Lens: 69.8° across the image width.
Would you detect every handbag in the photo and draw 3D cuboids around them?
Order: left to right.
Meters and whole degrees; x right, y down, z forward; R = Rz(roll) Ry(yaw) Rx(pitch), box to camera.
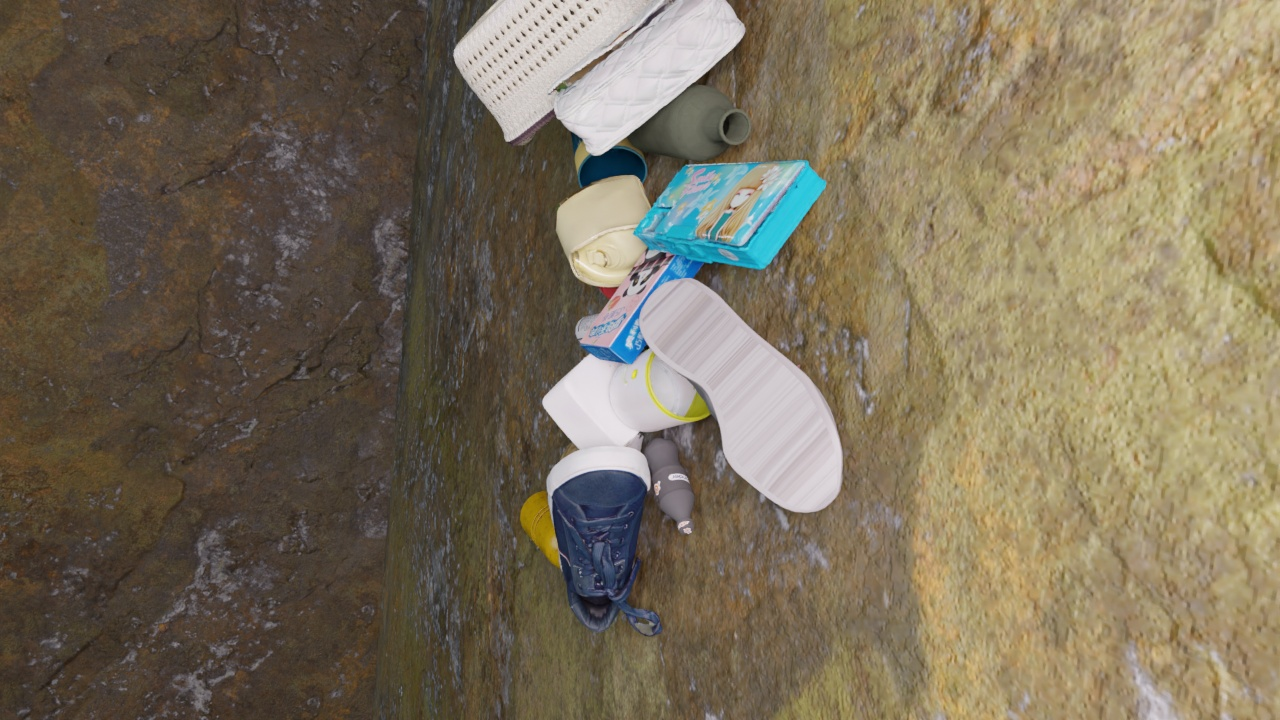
[{"bbox_3d":[-0.035,-0.143,1.031,0.119,0.111,0.081,-112,13,-48],"label":"handbag"},{"bbox_3d":[0.001,-0.294,0.888,0.195,0.072,0.138,-36,27,13],"label":"handbag"}]

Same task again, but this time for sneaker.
[{"bbox_3d":[-0.036,0.201,0.951,0.295,0.120,0.127,97,170,-49],"label":"sneaker"},{"bbox_3d":[0.093,0.030,0.758,0.099,0.089,0.236,-43,59,12],"label":"sneaker"}]

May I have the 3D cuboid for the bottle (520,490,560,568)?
[{"bbox_3d":[-0.101,0.225,1.189,0.164,0.071,0.071,-159,74,-66],"label":"bottle"}]

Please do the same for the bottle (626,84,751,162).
[{"bbox_3d":[0.047,-0.233,0.900,0.207,0.071,0.071,-143,60,-63],"label":"bottle"}]

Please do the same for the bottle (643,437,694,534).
[{"bbox_3d":[0.032,0.127,0.927,0.109,0.036,0.036,-109,32,-43],"label":"bottle"}]

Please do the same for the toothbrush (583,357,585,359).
[{"bbox_3d":[-0.077,0.088,1.218,0.012,0.017,0.186,1,87,47],"label":"toothbrush"}]

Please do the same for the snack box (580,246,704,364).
[{"bbox_3d":[0.006,-0.067,0.926,0.154,0.033,0.088,-55,20,-10],"label":"snack box"}]

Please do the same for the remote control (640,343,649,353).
[{"bbox_3d":[-0.006,0.006,1.033,0.126,0.038,0.018,124,144,-51],"label":"remote control"}]

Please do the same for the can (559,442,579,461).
[{"bbox_3d":[-0.054,0.135,1.085,0.086,0.043,0.086,-1,88,43],"label":"can"}]

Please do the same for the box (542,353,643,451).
[{"bbox_3d":[-0.026,0.075,0.988,0.101,0.111,0.189,-11,111,41],"label":"box"}]

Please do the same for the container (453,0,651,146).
[{"bbox_3d":[-0.094,-0.370,1.047,0.252,0.143,0.184,-28,30,35],"label":"container"}]

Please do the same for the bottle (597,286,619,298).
[{"bbox_3d":[-0.051,-0.134,1.132,0.176,0.062,0.062,-116,37,-50],"label":"bottle"}]

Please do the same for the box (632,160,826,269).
[{"bbox_3d":[0.069,-0.135,0.823,0.094,0.039,0.227,-52,25,-6],"label":"box"}]

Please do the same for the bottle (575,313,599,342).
[{"bbox_3d":[-0.043,-0.038,1.124,0.116,0.041,0.041,177,96,-67],"label":"bottle"}]

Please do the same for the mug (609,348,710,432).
[{"bbox_3d":[0.024,0.025,0.902,0.106,0.082,0.082,155,117,-65],"label":"mug"}]

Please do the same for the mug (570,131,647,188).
[{"bbox_3d":[-0.046,-0.248,1.111,0.114,0.083,0.107,112,152,-49],"label":"mug"}]
